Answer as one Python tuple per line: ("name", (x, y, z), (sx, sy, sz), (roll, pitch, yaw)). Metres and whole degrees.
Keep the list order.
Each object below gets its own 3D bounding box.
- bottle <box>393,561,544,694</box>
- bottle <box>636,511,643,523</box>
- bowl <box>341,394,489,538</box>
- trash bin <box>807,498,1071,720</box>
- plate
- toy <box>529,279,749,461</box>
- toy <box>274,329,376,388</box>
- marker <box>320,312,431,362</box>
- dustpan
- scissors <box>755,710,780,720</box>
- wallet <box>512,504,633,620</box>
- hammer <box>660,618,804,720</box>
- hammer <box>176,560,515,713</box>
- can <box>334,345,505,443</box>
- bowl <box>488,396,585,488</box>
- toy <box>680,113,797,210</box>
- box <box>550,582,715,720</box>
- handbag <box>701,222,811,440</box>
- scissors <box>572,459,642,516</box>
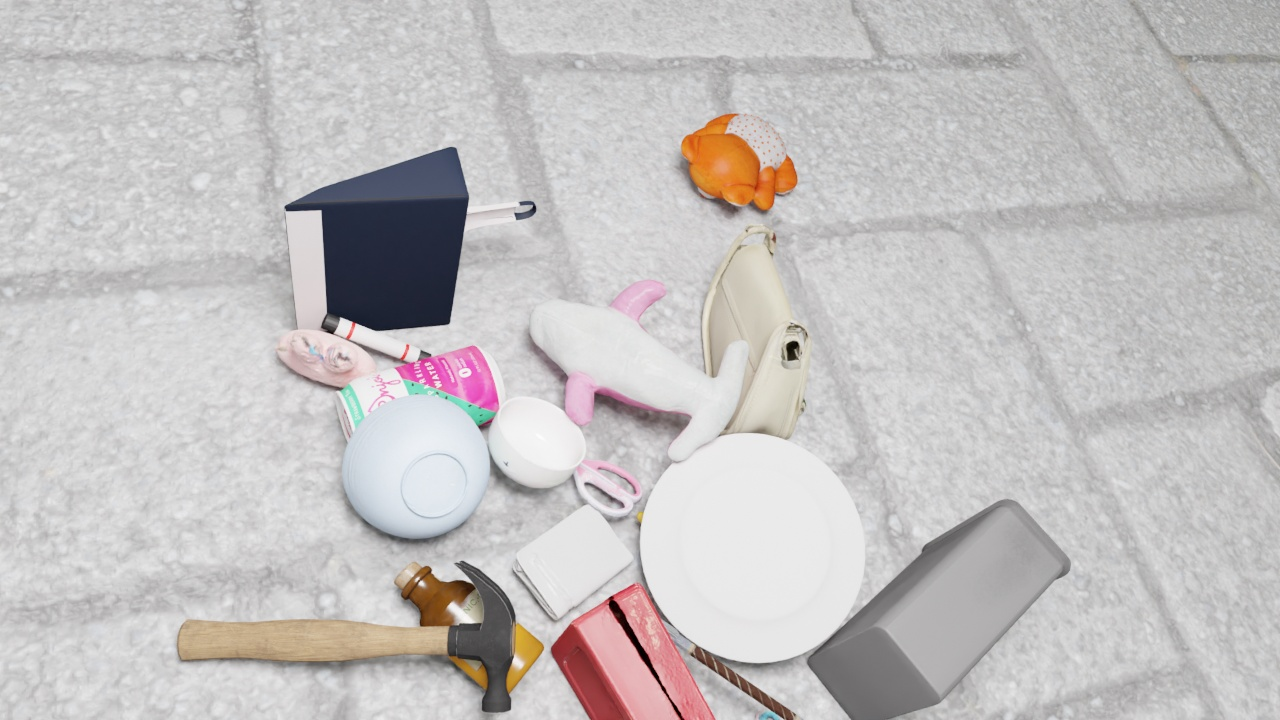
("bottle", (-0.173, 0.257, 0.898), (0.157, 0.068, 0.067), (38, 58, 7))
("bottle", (0.047, 0.220, 0.996), (0.051, 0.051, 0.146), (-37, 76, -31))
("bowl", (-0.214, 0.115, 0.918), (0.150, 0.075, 0.150), (-6, 103, -28))
("trash bin", (0.310, 0.268, 0.968), (0.219, 0.192, 0.097), (-32, 74, -28))
("plate", (0.121, 0.193, 0.973), (0.242, 0.016, 0.242), (1, 71, -4))
("toy", (-0.006, 0.006, 1.055), (0.266, 0.128, 0.186), (27, 81, 19))
("toy", (-0.336, -0.005, 0.979), (0.108, 0.105, 0.053), (21, 78, -13))
("marker", (-0.284, -0.017, 1.030), (0.145, 0.019, 0.019), (24, 55, -26))
("dustpan", (-0.239, -0.132, 1.001), (0.272, 0.237, 0.080), (-6, 62, -20))
("scissors", (0.093, 0.410, 0.925), (0.126, 0.015, 0.135), (25, 51, -1))
("wallet", (-0.073, 0.214, 0.975), (0.116, 0.032, 0.086), (-26, 73, -36))
("hammer", (0.132, 0.345, 0.921), (0.322, 0.044, 0.098), (34, 102, 3))
("hammer", (-0.270, 0.253, 0.846), (0.305, 0.040, 0.132), (0, 82, 0))
("can", (-0.235, 0.045, 0.989), (0.165, 0.088, 0.088), (-18, 68, -25))
("bowl", (-0.116, 0.094, 0.985), (0.105, 0.054, 0.104), (24, 31, -16))
("toy", (0.132, -0.277, 1.292), (0.164, 0.093, 0.172), (45, 46, 7))
("box", (-0.004, 0.307, 0.885), (0.086, 0.130, 0.158), (-25, 71, -29))
("handbag", (0.160, -0.027, 1.107), (0.131, 0.184, 0.228), (4, 43, -18))
("scissors", (-0.077, 0.115, 1.032), (0.174, 0.017, 0.076), (33, 35, 9))
